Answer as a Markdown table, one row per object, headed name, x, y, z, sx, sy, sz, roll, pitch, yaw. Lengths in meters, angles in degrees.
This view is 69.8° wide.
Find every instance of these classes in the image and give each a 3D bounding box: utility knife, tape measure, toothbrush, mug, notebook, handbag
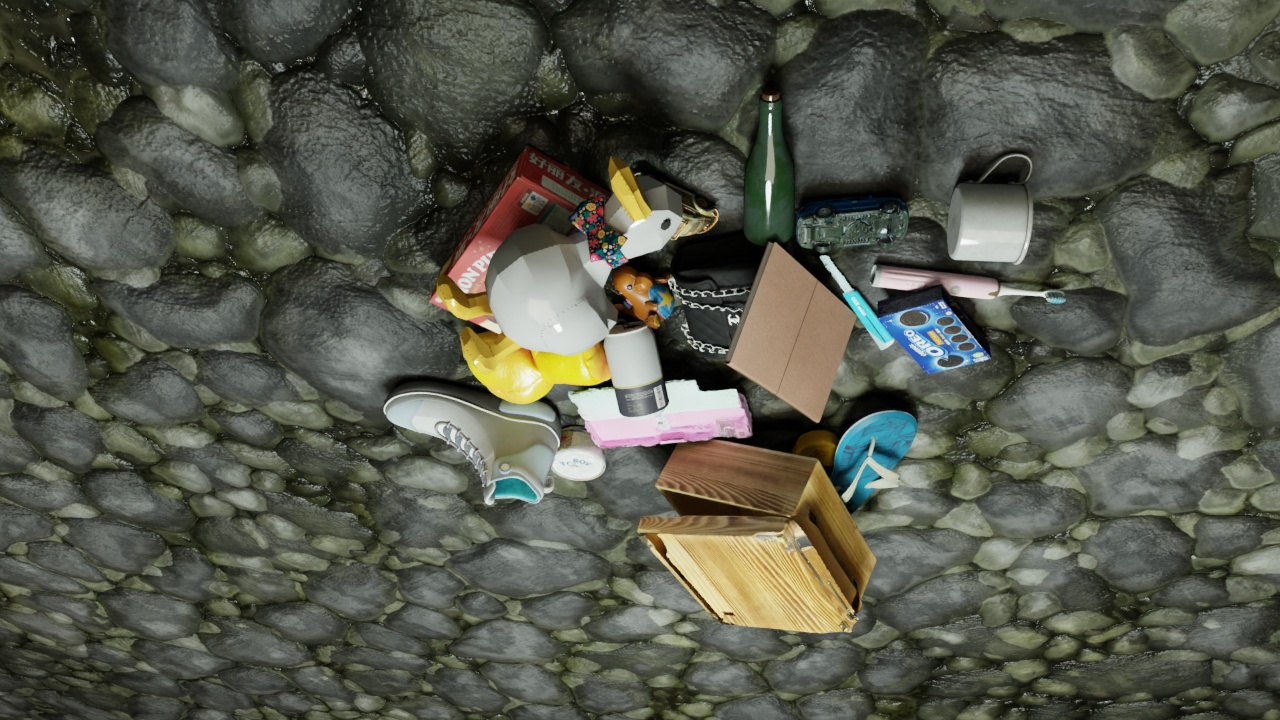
| name | x | y | z | sx | sy | sz | roll | pitch | yaw |
| --- | --- | --- | --- | --- | --- | --- | --- | --- | --- |
| utility knife | 0.258 | -0.070 | 1.106 | 0.022 | 0.015 | 0.169 | -30 | 124 | 26 |
| tape measure | 0.252 | 0.122 | 1.308 | 0.068 | 0.030 | 0.059 | 8 | 140 | -10 |
| toothbrush | 0.379 | -0.086 | 1.059 | 0.222 | 0.026 | 0.027 | 6 | 135 | 1 |
| mug | 0.363 | -0.158 | 0.951 | 0.070 | 0.084 | 0.113 | 3 | 104 | 8 |
| notebook | 0.176 | -0.026 | 1.041 | 0.008 | 0.141 | 0.209 | 14 | 169 | 42 |
| handbag | 0.100 | -0.057 | 1.069 | 0.125 | 0.114 | 0.154 | -2 | 140 | 17 |

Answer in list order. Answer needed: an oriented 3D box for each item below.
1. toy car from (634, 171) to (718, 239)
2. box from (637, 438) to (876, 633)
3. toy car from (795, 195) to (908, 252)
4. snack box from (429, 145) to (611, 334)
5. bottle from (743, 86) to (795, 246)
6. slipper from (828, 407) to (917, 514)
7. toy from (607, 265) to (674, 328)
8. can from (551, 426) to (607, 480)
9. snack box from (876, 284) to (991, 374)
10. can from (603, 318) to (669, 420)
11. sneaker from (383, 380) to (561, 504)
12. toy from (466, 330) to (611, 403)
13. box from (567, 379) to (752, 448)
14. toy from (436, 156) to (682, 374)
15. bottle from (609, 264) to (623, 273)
| name | x | y | z | sx | sy | sz | roll | pitch | yaw |
| --- | --- | --- | --- | --- | --- | --- | --- | --- | --- |
| toy car | 0.032 | -0.163 | 1.008 | 0.112 | 0.047 | 0.047 | 22 | 140 | -16 |
| box | 0.179 | 0.266 | 1.317 | 0.248 | 0.175 | 0.279 | 5 | 143 | 39 |
| toy car | 0.228 | -0.152 | 0.994 | 0.120 | 0.043 | 0.056 | -3 | 138 | 7 |
| snack box | -0.142 | -0.128 | 1.063 | 0.113 | 0.060 | 0.237 | 26 | 135 | -22 |
| bottle | 0.133 | -0.201 | 0.947 | 0.055 | 0.055 | 0.174 | 1 | 137 | 8 |
| slipper | 0.320 | 0.168 | 1.309 | 0.118 | 0.060 | 0.296 | -7 | 143 | -17 |
| toy | -0.011 | -0.080 | 1.106 | 0.103 | 0.070 | 0.090 | -2 | 152 | 45 |
| can | -0.093 | 0.140 | 1.369 | 0.086 | 0.043 | 0.086 | 3 | 140 | 2 |
| snack box | 0.351 | -0.034 | 1.099 | 0.082 | 0.027 | 0.150 | -19 | 141 | 35 |
| can | -0.007 | 0.007 | 1.148 | 0.064 | 0.064 | 0.127 | -9 | 104 | 17 |
| sneaker | -0.244 | 0.122 | 1.285 | 0.256 | 0.160 | 0.093 | 9 | 138 | -4 |
| toy | -0.124 | 0.007 | 1.194 | 0.194 | 0.087 | 0.134 | -12 | 139 | 20 |
| box | 0.028 | 0.066 | 1.258 | 0.231 | 0.035 | 0.159 | -6 | 146 | 15 |
| toy | -0.071 | -0.089 | 0.960 | 0.267 | 0.140 | 0.247 | -28 | 154 | -1 |
| bottle | -0.066 | -0.098 | 1.112 | 0.106 | 0.025 | 0.025 | -15 | 134 | 24 |
